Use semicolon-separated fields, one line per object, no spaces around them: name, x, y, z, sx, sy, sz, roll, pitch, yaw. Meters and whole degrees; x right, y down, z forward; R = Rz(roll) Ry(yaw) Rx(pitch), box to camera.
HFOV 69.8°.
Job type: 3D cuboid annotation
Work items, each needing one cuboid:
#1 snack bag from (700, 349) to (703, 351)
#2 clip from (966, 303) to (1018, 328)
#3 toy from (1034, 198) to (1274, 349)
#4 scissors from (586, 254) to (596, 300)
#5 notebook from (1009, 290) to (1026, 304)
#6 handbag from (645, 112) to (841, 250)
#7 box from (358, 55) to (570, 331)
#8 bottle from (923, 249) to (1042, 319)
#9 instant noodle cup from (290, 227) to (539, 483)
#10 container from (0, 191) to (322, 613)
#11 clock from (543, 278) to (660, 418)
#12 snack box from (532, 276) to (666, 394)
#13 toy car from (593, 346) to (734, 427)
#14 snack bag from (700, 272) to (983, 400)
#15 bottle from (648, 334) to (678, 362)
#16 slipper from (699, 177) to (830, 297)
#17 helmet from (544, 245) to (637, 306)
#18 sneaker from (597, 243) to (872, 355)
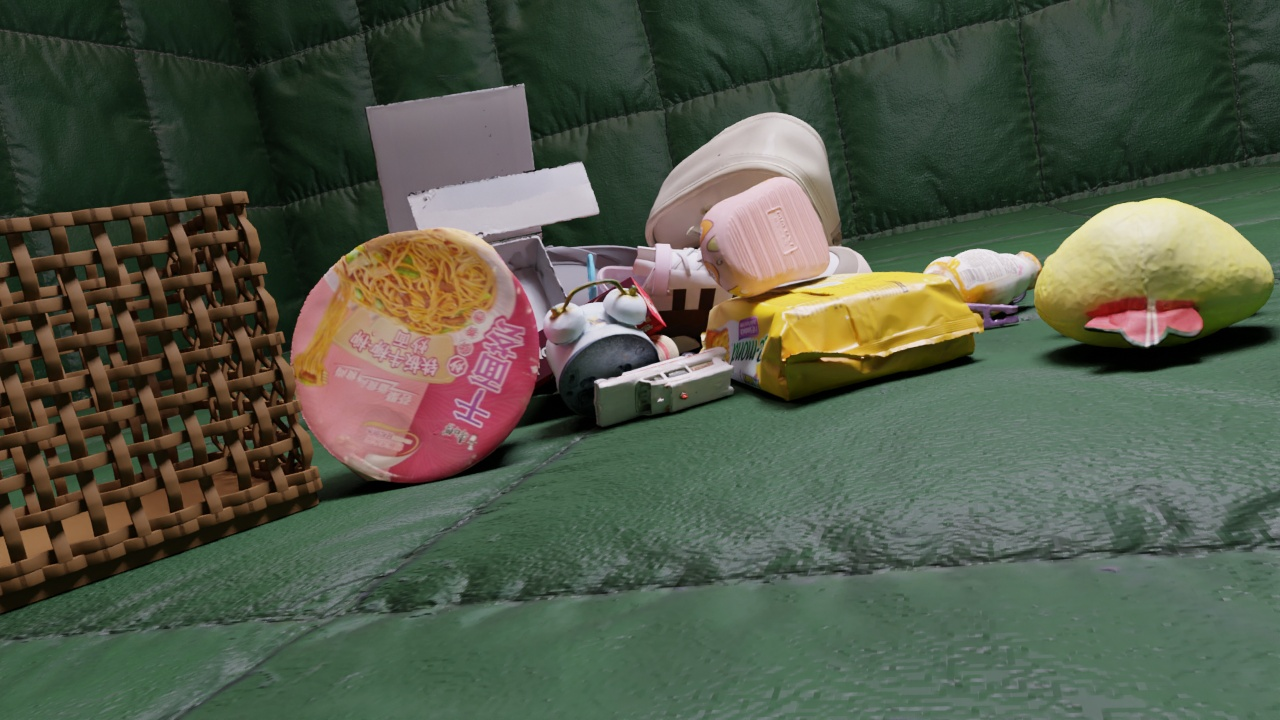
snack bag;0.108;-0.016;0.898;0.099;0.020;0.026;-11;3;11
clip;0.291;-0.039;0.771;0.051;0.032;0.013;-6;8;24
toy;0.333;-0.060;0.606;0.134;0.092;0.207;-4;8;29
scissors;-0.051;-0.040;0.979;0.015;0.135;0.130;1;-16;-4
notebook;0.327;-0.074;0.988;0.168;0.024;0.225;-10;8;25
handbag;0.101;-0.143;0.998;0.230;0.184;0.131;-5;49;41
box;-0.165;-0.128;0.935;0.167;0.330;0.165;-15;21;-21
bottle;0.307;-0.069;0.823;0.108;0.063;0.063;-15;8;-20
instant noodle cup;-0.154;0.001;0.673;0.179;0.178;0.078;-11;-9;4
container;-0.393;0.022;0.644;0.219;0.214;0.252;-17;9;-38
clock;-0.031;-0.012;0.709;0.083;0.118;0.057;-16;42;-16
snack box;-0.048;-0.017;0.831;0.133;0.036;0.152;-30;-5;4
toy car;0.021;0.022;0.697;0.113;0.039;0.039;-16;30;-25
snack bag;0.149;-0.028;0.742;0.159;0.068;0.247;-12;7;-9
bottle;-0.005;0.005;0.837;0.044;0.044;0.108;-7;8;31
slipper;0.091;-0.098;0.777;0.082;0.093;0.196;-20;2;35
helmet;-0.093;-0.049;1.146;0.271;0.117;0.183;-6;-23;1
sneaker;0.084;-0.086;0.946;0.294;0.116;0.111;-8;47;28
